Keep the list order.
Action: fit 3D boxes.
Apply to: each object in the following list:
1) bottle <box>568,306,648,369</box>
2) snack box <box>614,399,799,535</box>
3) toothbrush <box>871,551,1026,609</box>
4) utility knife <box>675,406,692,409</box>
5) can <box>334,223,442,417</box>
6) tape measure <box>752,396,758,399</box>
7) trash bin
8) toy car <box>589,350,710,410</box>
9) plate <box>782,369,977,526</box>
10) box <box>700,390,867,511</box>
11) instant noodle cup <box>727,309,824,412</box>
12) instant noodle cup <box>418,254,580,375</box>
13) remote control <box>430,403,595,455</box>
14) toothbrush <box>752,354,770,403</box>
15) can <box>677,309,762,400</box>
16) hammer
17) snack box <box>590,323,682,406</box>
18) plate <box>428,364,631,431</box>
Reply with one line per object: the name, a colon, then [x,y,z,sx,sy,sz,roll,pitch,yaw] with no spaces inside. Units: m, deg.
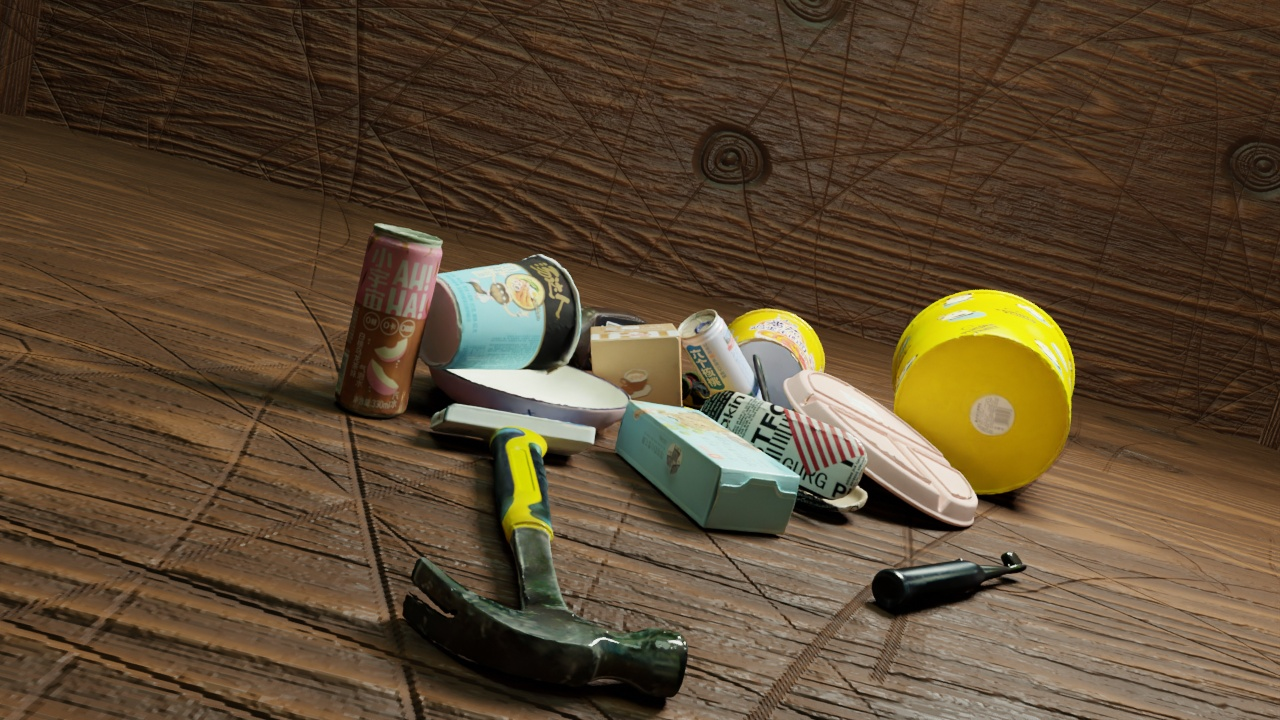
bottle: [-0.072,-0.028,1.141,0.044,0.080,0.194,30,18,38]
snack box: [0.049,0.083,0.748,0.074,0.051,0.175,11,9,-27]
toothbrush: [0.237,0.158,0.677,0.212,0.026,0.027,6,52,-45]
utility knife: [0.128,0.085,0.977,0.209,0.015,0.033,18,11,-5]
can: [-0.201,-0.031,0.732,0.058,0.147,0.058,15,9,-3]
tape measure: [0.124,0.073,0.883,0.066,0.066,0.033,26,56,30]
trash bin: [0.413,0.039,1.118,0.230,0.230,0.254,18,15,17]
toy car: [0.010,0.021,1.091,0.156,0.041,0.071,19,10,14]
plate: [0.244,0.081,0.924,0.229,0.028,0.229,31,16,-10]
box: [0.126,0.089,0.821,0.163,0.076,0.088,19,-17,31]
instant noodle cup: [0.152,0.013,1.116,0.138,0.138,0.109,17,17,9]
instant noodle cup: [-0.131,-0.036,0.796,0.111,0.111,0.120,23,20,39]
remote control: [-0.100,0.056,0.728,0.124,0.024,0.049,12,-17,-22]
toothbrush: [0.139,0.048,0.980,0.015,0.018,0.180,49,20,-32]
can: [0.093,0.010,1.020,0.134,0.053,0.053,57,-12,-26]
hammer: [-0.070,0.096,0.546,0.126,0.032,0.323,14,9,-14]
snack box: [-0.006,0.006,0.983,0.093,0.077,0.094,-3,10,-3]
plate: [-0.105,0.031,0.856,0.192,0.039,0.192,14,9,-3]
